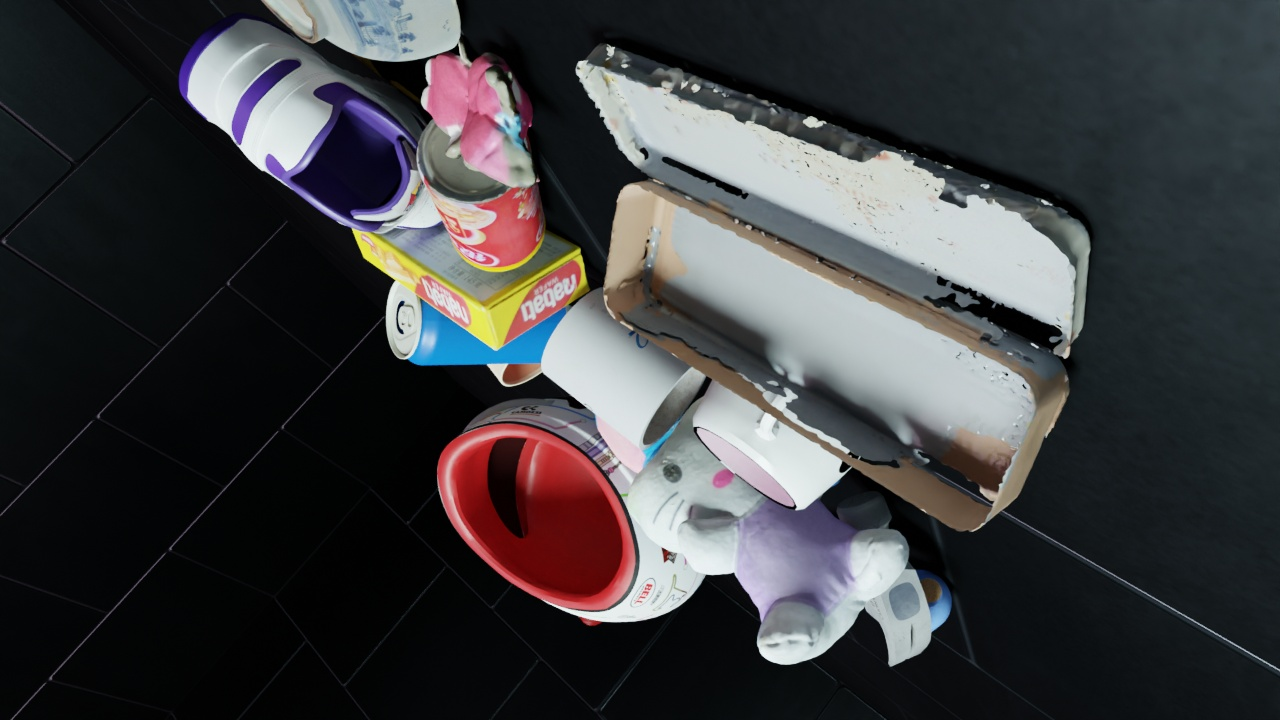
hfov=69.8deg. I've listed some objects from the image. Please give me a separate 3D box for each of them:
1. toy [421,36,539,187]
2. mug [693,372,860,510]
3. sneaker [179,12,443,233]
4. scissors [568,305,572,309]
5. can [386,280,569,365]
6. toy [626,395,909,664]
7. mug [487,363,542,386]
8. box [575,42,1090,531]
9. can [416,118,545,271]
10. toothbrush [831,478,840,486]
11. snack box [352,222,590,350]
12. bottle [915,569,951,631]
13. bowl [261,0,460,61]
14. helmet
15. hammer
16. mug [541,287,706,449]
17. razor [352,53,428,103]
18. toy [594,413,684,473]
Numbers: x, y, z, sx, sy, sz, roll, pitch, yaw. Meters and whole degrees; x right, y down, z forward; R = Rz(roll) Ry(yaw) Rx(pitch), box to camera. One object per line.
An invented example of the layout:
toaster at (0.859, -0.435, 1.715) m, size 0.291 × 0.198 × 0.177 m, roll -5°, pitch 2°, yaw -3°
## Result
toy at (-0.081, -0.136, 0.491) m, size 0.102 × 0.050 × 0.065 m, roll 35°, pitch 134°, yaw 44°
mug at (0.079, 0.025, 0.489) m, size 0.090 × 0.076 × 0.124 m, roll 37°, pitch 169°, yaw 14°
sneaker at (-0.171, -0.128, 0.601) m, size 0.111 × 0.092 × 0.244 m, roll 40°, pitch -174°, yaw 20°
scissors at (-0.031, -0.018, 0.847) m, size 0.130 × 0.014 × 0.125 m, roll 37°, pitch 169°, yaw 20°
can at (-0.139, -0.036, 0.801) m, size 0.145 × 0.079 × 0.079 m, roll -1°, pitch -162°, yaw -37°
toy at (0.084, 0.110, 0.648) m, size 0.209 × 0.137 × 0.085 m, roll 42°, pitch 171°, yaw 45°
mug at (-0.135, -0.047, 0.938) m, size 0.104 × 0.085 × 0.112 m, roll 48°, pitch 144°, yaw 19°
box at (0.064, -0.037, 0.371) m, size 0.217 × 0.071 × 0.157 m, roll 33°, pitch 155°, yaw 35°
can at (-0.098, -0.107, 0.583) m, size 0.066 × 0.066 × 0.124 m, roll 39°, pitch 169°, yaw 7°
toothbrush at (0.128, 0.092, 0.744) m, size 0.021 × 0.016 × 0.132 m, roll 40°, pitch 170°, yaw -9°
snack box at (-0.138, -0.084, 0.722) m, size 0.201 × 0.092 × 0.042 m, roll 31°, pitch 145°, yaw 39°
bottle at (0.226, 0.195, 0.744) m, size 0.048 × 0.048 × 0.131 m, roll 36°, pitch 168°, yaw 21°
bowl at (-0.160, -0.198, 0.442) m, size 0.151 × 0.056 × 0.151 m, roll 41°, pitch 166°, yaw 12°
helmet at (-0.056, 0.162, 1.072) m, size 0.314 × 0.231 × 0.235 m, roll 34°, pitch -160°, yaw 11°
hammer at (0.163, 0.164, 0.793) m, size 0.312 × 0.035 × 0.139 m, roll 175°, pitch 73°, yaw -83°
mug at (-0.004, 0.004, 0.712) m, size 0.096 × 0.083 × 0.119 m, roll 37°, pitch -163°, yaw 16°
razor at (-0.190, -0.209, 0.608) m, size 0.144 × 0.021 × 0.044 m, roll 37°, pitch -172°, yaw 17°
toy at (0.028, 0.084, 0.870) m, size 0.191 × 0.099 × 0.224 m, roll 46°, pitch 169°, yaw 28°
